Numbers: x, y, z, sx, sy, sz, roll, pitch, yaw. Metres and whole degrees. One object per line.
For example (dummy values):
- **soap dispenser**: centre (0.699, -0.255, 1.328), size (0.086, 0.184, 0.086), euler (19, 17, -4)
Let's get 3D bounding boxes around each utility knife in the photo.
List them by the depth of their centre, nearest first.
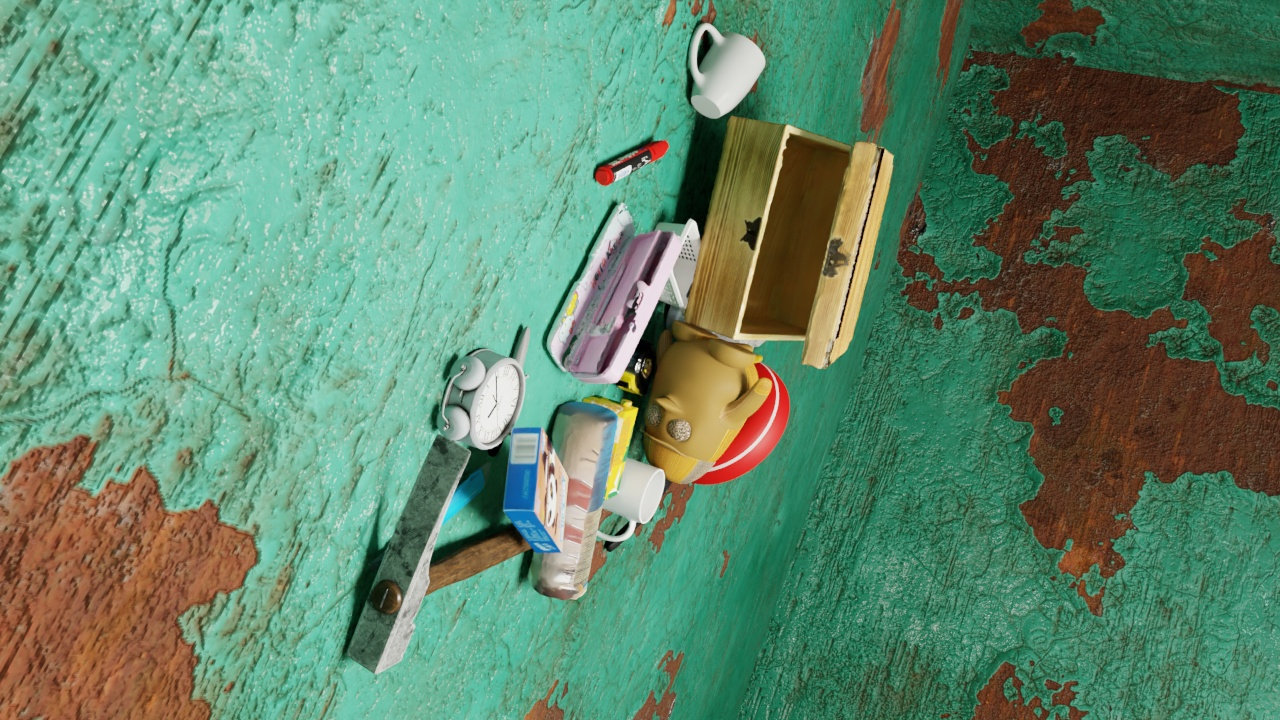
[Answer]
- **utility knife**: centre (-0.196, 0.149, 0.870), size (0.173, 0.015, 0.031), euler (-42, 140, -52)

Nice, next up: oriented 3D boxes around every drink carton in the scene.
- **drink carton**: centre (-0.048, 0.105, 1.141), size (0.041, 0.058, 0.122), euler (-11, 116, -66)

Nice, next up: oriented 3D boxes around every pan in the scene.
- **pan**: centre (0.063, 0.135, 1.334), size (0.356, 0.209, 0.067), euler (-45, 129, -4)

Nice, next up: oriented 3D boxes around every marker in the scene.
- **marker**: centre (-0.134, 0.031, 0.938), size (0.022, 0.016, 0.138), euler (-157, -97, -80)
- **marker**: centre (-0.008, -0.225, 1.038), size (0.021, 0.024, 0.144), euler (60, 36, -9)

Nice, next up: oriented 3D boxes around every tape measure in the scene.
- **tape measure**: centre (-0.007, 0.007, 1.195), size (0.071, 0.042, 0.072), euler (-70, 159, 0)

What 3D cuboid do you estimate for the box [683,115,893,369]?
- **box**: centre (0.237, -0.152, 1.217), size (0.256, 0.216, 0.279), euler (-2, 107, -50)

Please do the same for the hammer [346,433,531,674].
- **hammer**: centre (-0.157, 0.167, 0.922), size (0.218, 0.037, 0.300), euler (-67, 163, 9)

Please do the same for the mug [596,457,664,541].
- **mug**: centre (-0.031, 0.181, 1.198), size (0.110, 0.090, 0.073), euler (-71, 159, -6)

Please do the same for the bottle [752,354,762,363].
- **bottle**: centre (0.102, 0.004, 1.313), size (0.051, 0.146, 0.051), euler (-6, 89, -74)

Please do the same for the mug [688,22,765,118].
- **mug**: centre (0.094, -0.363, 1.145), size (0.107, 0.071, 0.089), euler (41, 74, -37)

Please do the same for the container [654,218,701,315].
- **container**: centre (0.044, -0.125, 1.207), size (0.080, 0.049, 0.129), euler (-65, 157, -20)

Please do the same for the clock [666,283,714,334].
- **clock**: centre (0.098, -0.092, 1.322), size (0.159, 0.045, 0.122), euler (-57, 159, 6)

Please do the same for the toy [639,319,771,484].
- **toy**: centre (0.067, 0.063, 1.220), size (0.162, 0.199, 0.203), euler (12, 103, -47)

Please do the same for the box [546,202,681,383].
- **box**: centre (-0.040, -0.080, 1.036), size (0.095, 0.088, 0.201), euler (38, 66, -31)

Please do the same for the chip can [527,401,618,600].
- **chip can**: centre (-0.082, 0.167, 1.089), size (0.079, 0.080, 0.230), euler (-22, 125, -64)

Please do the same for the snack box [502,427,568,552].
- **snack box**: centre (-0.104, 0.136, 0.941), size (0.151, 0.034, 0.087), euler (77, 15, -62)

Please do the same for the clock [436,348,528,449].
- **clock**: centre (-0.151, 0.037, 0.867), size (0.122, 0.035, 0.094), euler (14, 93, -70)

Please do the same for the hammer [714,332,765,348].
- **hammer**: centre (0.194, -0.161, 1.417), size (0.162, 0.083, 0.318), euler (-34, 149, -58)
